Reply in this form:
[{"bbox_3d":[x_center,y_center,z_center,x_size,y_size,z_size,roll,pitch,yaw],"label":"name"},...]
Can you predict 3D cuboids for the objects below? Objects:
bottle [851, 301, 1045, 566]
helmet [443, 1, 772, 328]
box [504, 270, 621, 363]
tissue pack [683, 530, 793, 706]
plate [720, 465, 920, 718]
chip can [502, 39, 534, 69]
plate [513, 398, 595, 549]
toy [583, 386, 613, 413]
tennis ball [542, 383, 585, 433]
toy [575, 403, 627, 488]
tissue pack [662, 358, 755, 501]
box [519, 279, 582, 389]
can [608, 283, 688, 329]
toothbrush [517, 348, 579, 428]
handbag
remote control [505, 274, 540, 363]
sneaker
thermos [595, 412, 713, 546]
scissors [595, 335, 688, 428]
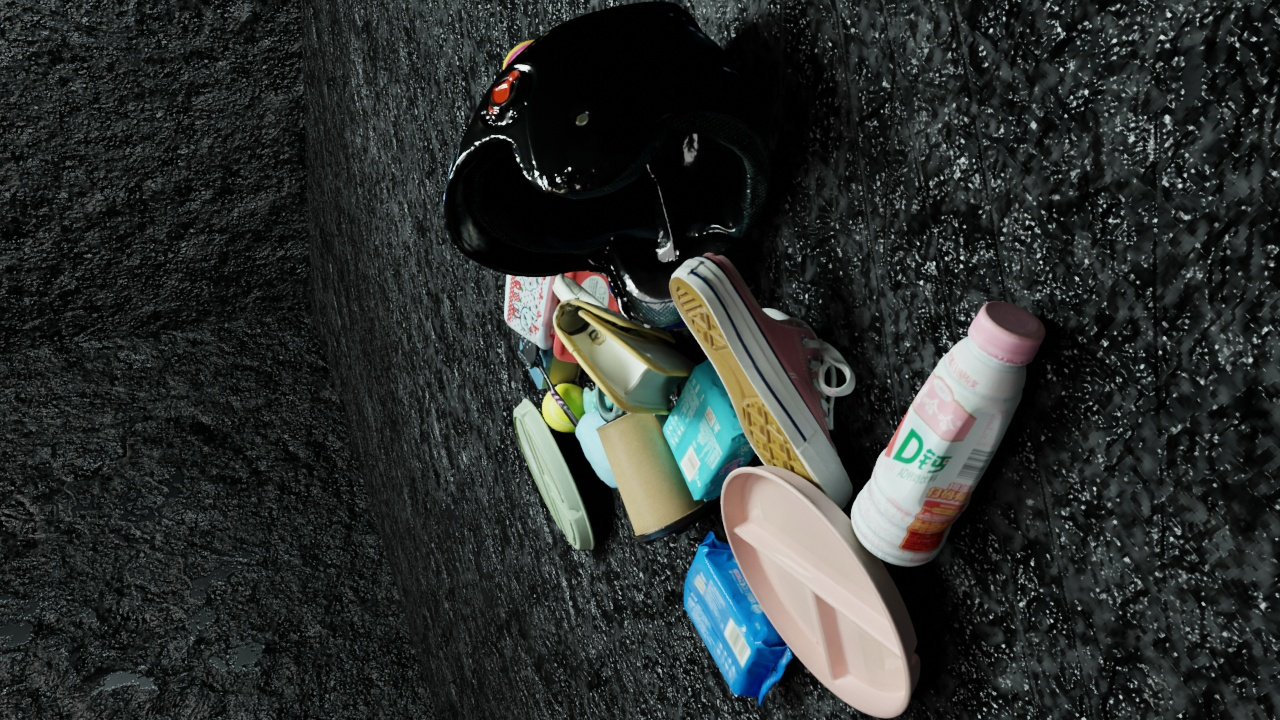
[{"bbox_3d":[0.202,0.051,0.607,0.068,0.068,0.197,54,142,41],"label":"bottle"},{"bbox_3d":[-0.028,-0.169,0.770,0.233,0.275,0.229,53,-148,-57],"label":"helmet"},{"bbox_3d":[-0.088,-0.092,1.052,0.160,0.063,0.202,19,128,8],"label":"box"},{"bbox_3d":[0.096,0.252,0.912,0.157,0.052,0.095,57,144,38],"label":"tissue pack"},{"bbox_3d":[0.145,0.185,0.756,0.229,0.028,0.230,50,157,30],"label":"plate"},{"bbox_3d":[-0.089,-0.278,1.053,0.210,0.071,0.072,61,149,31],"label":"chip can"},{"bbox_3d":[-0.124,0.162,1.277,0.230,0.027,0.231,57,162,30],"label":"plate"},{"bbox_3d":[-0.049,0.074,1.160,0.097,0.030,0.092,-21,83,58],"label":"toy"},{"bbox_3d":[-0.096,0.063,1.208,0.065,0.065,0.065,35,130,55],"label":"tennis ball"},{"bbox_3d":[-0.022,0.097,1.086,0.161,0.049,0.156,35,127,37],"label":"toy"},{"bbox_3d":[0.073,0.065,0.887,0.093,0.050,0.134,64,150,31],"label":"tissue pack"},{"bbox_3d":[-0.110,-0.045,1.198,0.089,0.063,0.185,57,145,39],"label":"box"},{"bbox_3d":[0.017,-0.080,0.917,0.148,0.074,0.049,40,138,52],"label":"can"},{"bbox_3d":[-0.100,0.058,1.166,0.189,0.017,0.014,54,137,12],"label":"toothbrush"},{"bbox_3d":[-0.027,-0.030,0.903,0.063,0.163,0.178,-46,74,10],"label":"handbag"},{"bbox_3d":[-0.145,-0.064,1.163,0.053,0.024,0.136,-34,68,64],"label":"remote control"},{"bbox_3d":[0.117,0.011,0.740,0.241,0.087,0.118,59,164,-9],"label":"sneaker"},{"bbox_3d":[0.012,0.121,0.959,0.143,0.092,0.093,63,153,2],"label":"thermos"},{"bbox_3d":[-0.009,0.004,1.016,0.172,0.019,0.176,-20,79,42],"label":"scissors"}]
